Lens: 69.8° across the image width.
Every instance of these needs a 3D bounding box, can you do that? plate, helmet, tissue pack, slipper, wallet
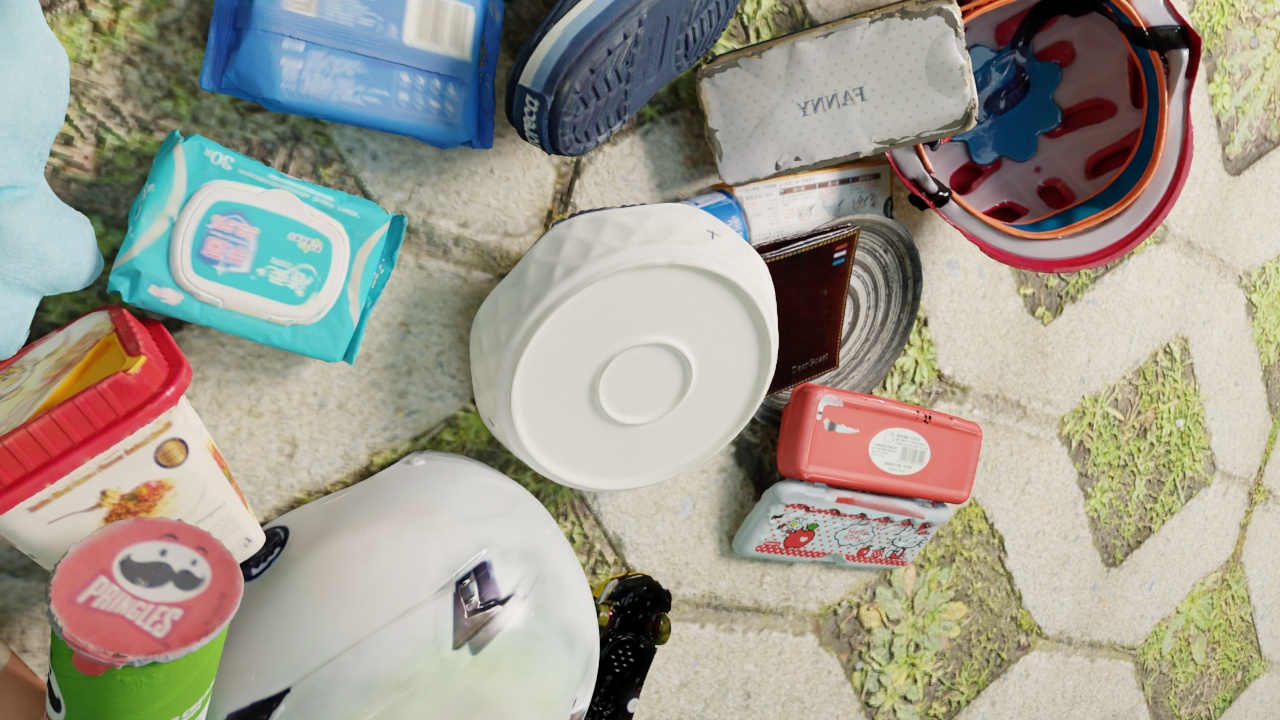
[{"bbox_3d":[-0.003,0.003,0.575,0.204,0.045,0.205,-11,128,-14],"label":"plate"},{"bbox_3d":[-0.130,0.191,0.527,0.258,0.146,0.229,-35,115,-20],"label":"helmet"},{"bbox_3d":[-0.201,-0.057,0.492,0.133,0.050,0.093,18,89,-32],"label":"tissue pack"},{"bbox_3d":[0.277,-0.190,0.676,0.207,0.143,0.240,-30,106,13],"label":"helmet"},{"bbox_3d":[-0.150,-0.172,0.498,0.157,0.052,0.095,5,95,-31],"label":"tissue pack"},{"bbox_3d":[-0.007,-0.221,0.553,0.095,0.105,0.252,31,64,9],"label":"slipper"},{"bbox_3d":[0.107,-0.031,0.646,0.096,0.020,0.122,-17,127,-23],"label":"wallet"},{"bbox_3d":[0.140,-0.029,0.695,0.179,0.024,0.180,-15,125,-23],"label":"plate"}]

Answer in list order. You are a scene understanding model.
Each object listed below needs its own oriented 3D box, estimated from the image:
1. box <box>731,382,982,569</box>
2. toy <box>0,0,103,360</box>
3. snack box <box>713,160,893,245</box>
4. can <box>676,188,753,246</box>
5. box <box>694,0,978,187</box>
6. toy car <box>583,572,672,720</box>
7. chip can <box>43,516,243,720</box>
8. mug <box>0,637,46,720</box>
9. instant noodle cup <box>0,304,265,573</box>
[{"bbox_3d":[0.180,0.103,0.739,0.200,0.059,0.161,12,105,-31],"label":"box"},{"bbox_3d":[-0.315,-0.091,0.419,0.161,0.050,0.156,-47,117,-11],"label":"toy"},{"bbox_3d":[0.127,-0.104,0.689,0.153,0.026,0.075,-14,107,-27],"label":"snack box"},{"bbox_3d":[0.006,-0.071,0.609,0.134,0.053,0.053,-23,110,-25],"label":"can"},{"bbox_3d":[0.119,-0.172,0.597,0.062,0.185,0.090,-55,133,-59],"label":"box"},{"bbox_3d":[-0.026,0.222,0.655,0.071,0.041,0.156,20,91,-32],"label":"toy car"},{"bbox_3d":[-0.246,0.179,0.436,0.072,0.072,0.237,5,128,-31],"label":"chip can"},{"bbox_3d":[-0.362,0.157,0.431,0.114,0.081,0.106,-24,112,7],"label":"mug"},{"bbox_3d":[-0.259,0.055,0.452,0.116,0.116,0.124,-36,128,-20],"label":"instant noodle cup"}]
